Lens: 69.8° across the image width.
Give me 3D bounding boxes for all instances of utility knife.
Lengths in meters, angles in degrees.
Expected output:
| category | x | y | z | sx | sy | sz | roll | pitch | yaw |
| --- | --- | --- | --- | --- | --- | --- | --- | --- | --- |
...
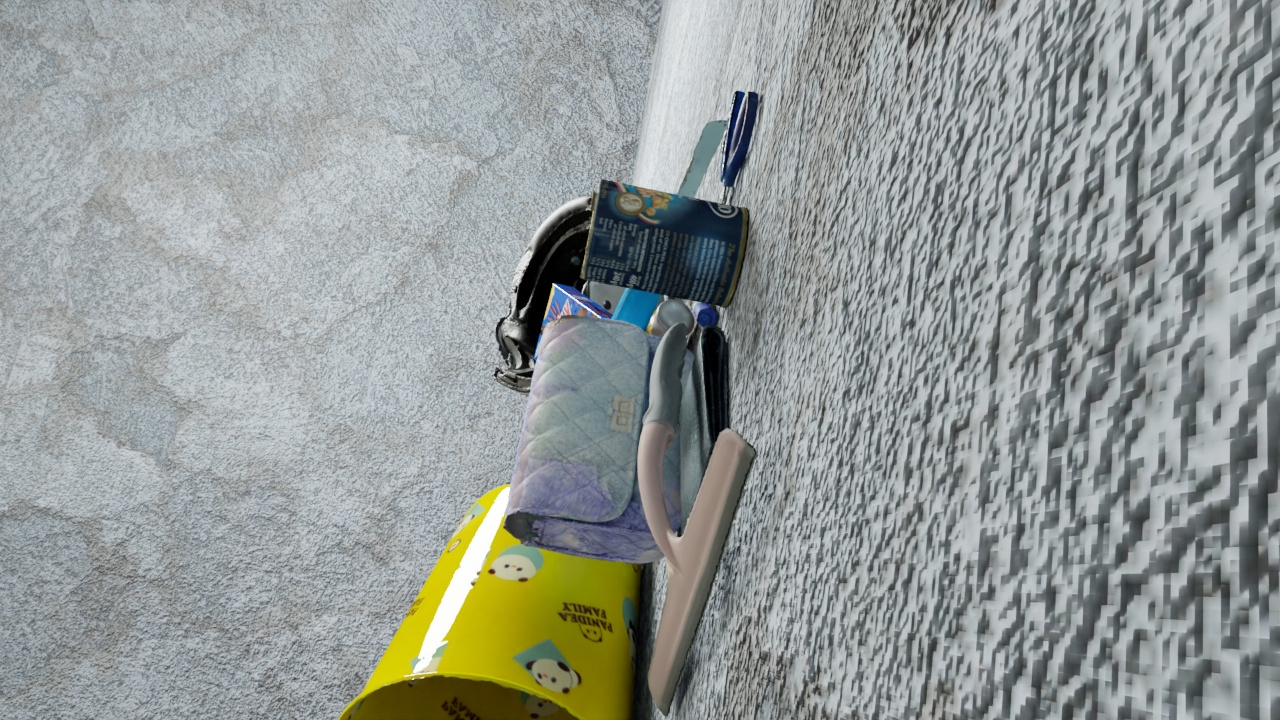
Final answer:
| category | x | y | z | sx | sy | sz | roll | pitch | yaw |
| --- | --- | --- | --- | --- | --- | --- | --- | --- | --- |
| utility knife | 0.019 | -0.093 | 0.778 | 0.018 | 0.034 | 0.239 | -98 | 30 | -66 |

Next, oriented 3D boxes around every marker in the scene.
| category | x | y | z | sx | sy | sz | roll | pitch | yaw |
| --- | --- | --- | --- | --- | --- | --- | --- | --- | --- |
| marker | 0.048 | -0.050 | 0.771 | 0.145 | 0.017 | 0.017 | -98 | 19 | -76 |

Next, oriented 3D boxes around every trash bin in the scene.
| category | x | y | z | sx | sy | sz | roll | pitch | yaw |
| --- | --- | --- | --- | --- | --- | --- | --- | --- | --- |
| trash bin | -0.103 | 0.251 | 0.785 | 0.254 | 0.229 | 0.230 | -75 | -1 | -59 |

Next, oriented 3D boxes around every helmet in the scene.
| category | x | y | z | sx | sy | sz | roll | pitch | yaw |
| --- | --- | --- | --- | --- | --- | --- | --- | --- | --- |
| helmet | -0.056 | -0.055 | 1.097 | 0.231 | 0.157 | 0.273 | -44 | 30 | 26 |

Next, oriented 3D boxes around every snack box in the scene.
| category | x | y | z | sx | sy | sz | roll | pitch | yaw |
| --- | --- | --- | --- | --- | --- | --- | --- | --- | --- |
| snack box | -0.063 | -0.018 | 0.896 | 0.157 | 0.026 | 0.084 | 37 | 114 | 62 |

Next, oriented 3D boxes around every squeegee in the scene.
| category | x | y | z | sx | sy | sz | roll | pitch | yaw |
| --- | --- | --- | --- | --- | --- | --- | --- | --- | --- |
| squeegee | 0.018 | 0.054 | 0.594 | 0.249 | 0.040 | 0.248 | -90 | 8 | -50 |

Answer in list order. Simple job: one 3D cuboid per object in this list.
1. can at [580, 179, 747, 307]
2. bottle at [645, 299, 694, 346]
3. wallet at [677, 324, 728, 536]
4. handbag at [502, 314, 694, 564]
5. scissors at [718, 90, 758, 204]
| category | x | y | z | sx | sy | sz | roll | pitch | yaw |
| --- | --- | --- | --- | --- | --- | --- | --- | --- | --- |
| can | 0.015 | -0.085 | 0.670 | 0.075 | 0.111 | 0.075 | -172 | 93 | -86 |
| bottle | -0.005 | 0.005 | 0.883 | 0.190 | 0.068 | 0.067 | 130 | 153 | -52 |
| wallet | 0.042 | 0.049 | 0.638 | 0.120 | 0.019 | 0.097 | -87 | 6 | -48 |
| handbag | -0.026 | 0.057 | 0.725 | 0.076 | 0.134 | 0.193 | 105 | 173 | -51 |
| scissors | 0.071 | -0.148 | 0.751 | 0.163 | 0.012 | 0.163 | 108 | 171 | -55 |
